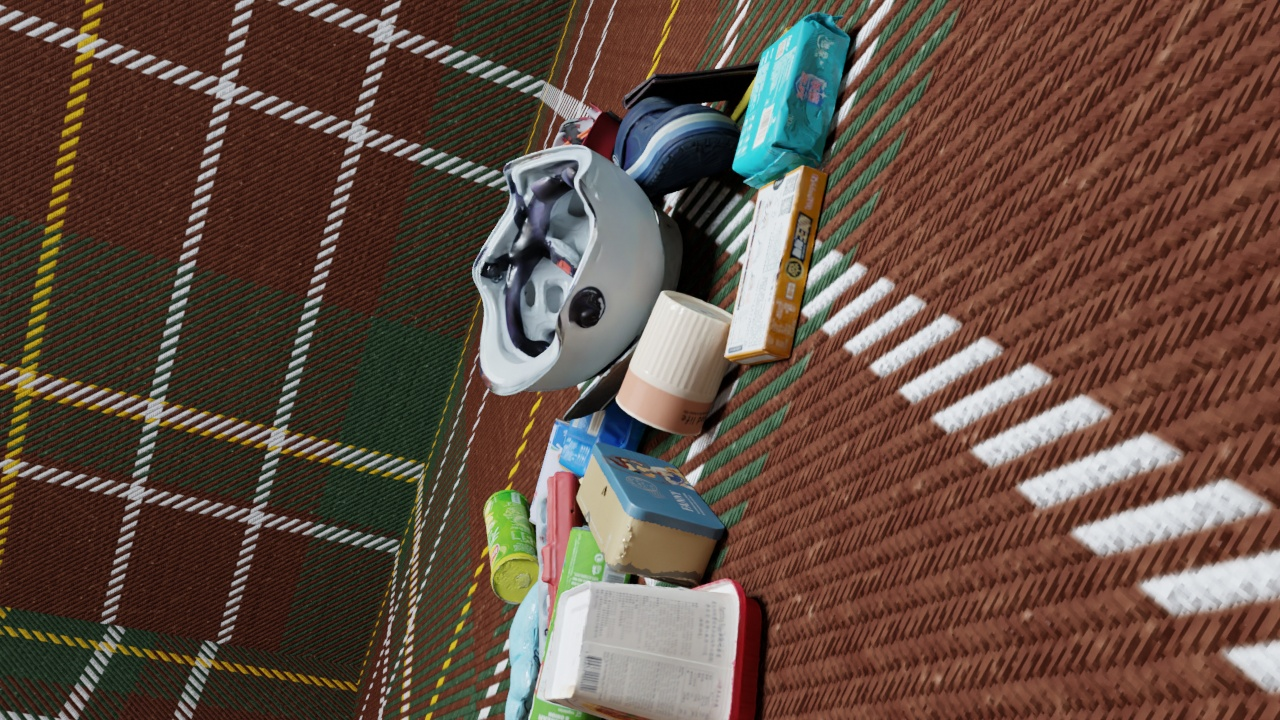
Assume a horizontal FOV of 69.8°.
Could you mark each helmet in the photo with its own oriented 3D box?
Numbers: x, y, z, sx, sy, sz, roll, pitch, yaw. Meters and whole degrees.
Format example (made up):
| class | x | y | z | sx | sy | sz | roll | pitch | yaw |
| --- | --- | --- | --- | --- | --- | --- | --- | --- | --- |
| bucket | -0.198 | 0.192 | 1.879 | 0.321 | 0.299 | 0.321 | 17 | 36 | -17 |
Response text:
| class | x | y | z | sx | sy | sz | roll | pitch | yaw |
| --- | --- | --- | --- | --- | --- | --- | --- | --- | --- |
| helmet | -0.059 | -0.214 | 1.199 | 0.207 | 0.144 | 0.240 | -65 | 18 | -4 |
| helmet | -0.064 | -0.083 | 0.945 | 0.229 | 0.145 | 0.258 | 18 | 98 | 56 |

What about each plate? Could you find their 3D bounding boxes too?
| class | x | y | z | sx | sy | sz | roll | pitch | yaw |
| --- | --- | --- | --- | --- | --- | --- | --- | --- | --- |
| plate | -0.005 | -0.085 | 1.081 | 0.205 | 0.045 | 0.205 | -164 | 91 | -74 |
| plate | -0.005 | 0.005 | 0.916 | 0.179 | 0.024 | 0.179 | -43 | -2 | -2 |

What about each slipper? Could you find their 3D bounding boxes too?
| class | x | y | z | sx | sy | sz | roll | pitch | yaw |
| --- | --- | --- | --- | --- | --- | --- | --- | --- | --- |
| slipper | 0.030 | -0.225 | 0.954 | 0.253 | 0.105 | 0.095 | 173 | 79 | -76 |

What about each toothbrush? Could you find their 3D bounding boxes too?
| class | x | y | z | sx | sy | sz | roll | pitch | yaw |
| --- | --- | --- | --- | --- | --- | --- | --- | --- | --- |
| toothbrush | 0.105 | -0.269 | 0.941 | 0.191 | 0.016 | 0.015 | 130 | 150 | -54 |

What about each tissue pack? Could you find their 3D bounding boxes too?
| class | x | y | z | sx | sy | sz | roll | pitch | yaw |
| --- | --- | --- | --- | --- | --- | --- | --- | --- | --- |
| tissue pack | -0.042 | 0.088 | 1.021 | 0.095 | 0.052 | 0.157 | -68 | 19 | -6 |
| tissue pack | 0.126 | -0.215 | 0.767 | 0.093 | 0.050 | 0.133 | 176 | 110 | -74 |

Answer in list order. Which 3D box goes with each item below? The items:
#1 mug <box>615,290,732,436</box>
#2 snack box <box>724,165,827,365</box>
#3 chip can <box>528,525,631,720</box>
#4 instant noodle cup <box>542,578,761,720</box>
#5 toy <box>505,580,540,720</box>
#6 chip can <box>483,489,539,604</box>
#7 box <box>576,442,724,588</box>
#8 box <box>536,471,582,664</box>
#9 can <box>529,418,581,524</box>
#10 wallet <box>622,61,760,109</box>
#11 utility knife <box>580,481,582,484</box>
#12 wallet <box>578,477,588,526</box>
| class | x | y | z | sx | sy | sz | roll | pitch | yaw |
| --- | --- | --- | --- | --- | --- | --- | --- | --- | --- |
| mug | 0.038 | -0.001 | 0.823 | 0.114 | 0.082 | 0.106 | -38 | -29 | -74 |
| snack box | 0.108 | -0.074 | 0.740 | 0.075 | 0.026 | 0.153 | 167 | 117 | -71 |
| chip can | -0.058 | 0.280 | 0.873 | 0.072 | 0.072 | 0.235 | 154 | 130 | -68 |
| instant noodle cup | 0.006 | 0.206 | 0.640 | 0.117 | 0.124 | 0.116 | 137 | 146 | -60 |
| toy | -0.133 | 0.347 | 1.091 | 0.156 | 0.050 | 0.161 | -113 | 36 | -72 |
| chip can | -0.180 | 0.255 | 1.288 | 0.221 | 0.072 | 0.073 | -125 | 53 | -70 |
| box | 0.004 | 0.130 | 0.782 | 0.184 | 0.089 | 0.062 | -144 | 72 | -70 |
| box | -0.088 | 0.232 | 1.005 | 0.161 | 0.059 | 0.200 | 120 | 149 | -67 |
| can | -0.099 | 0.144 | 1.161 | 0.053 | 0.053 | 0.134 | -169 | 95 | -73 |
| wallet | 0.053 | -0.285 | 0.955 | 0.096 | 0.122 | 0.020 | 170 | 88 | -71 |
| utility knife | -0.044 | 0.152 | 1.009 | 0.031 | 0.018 | 0.167 | -65 | 20 | -16 |
| wallet | -0.067 | 0.186 | 1.071 | 0.087 | 0.024 | 0.115 | -43 | 32 | 55 |
